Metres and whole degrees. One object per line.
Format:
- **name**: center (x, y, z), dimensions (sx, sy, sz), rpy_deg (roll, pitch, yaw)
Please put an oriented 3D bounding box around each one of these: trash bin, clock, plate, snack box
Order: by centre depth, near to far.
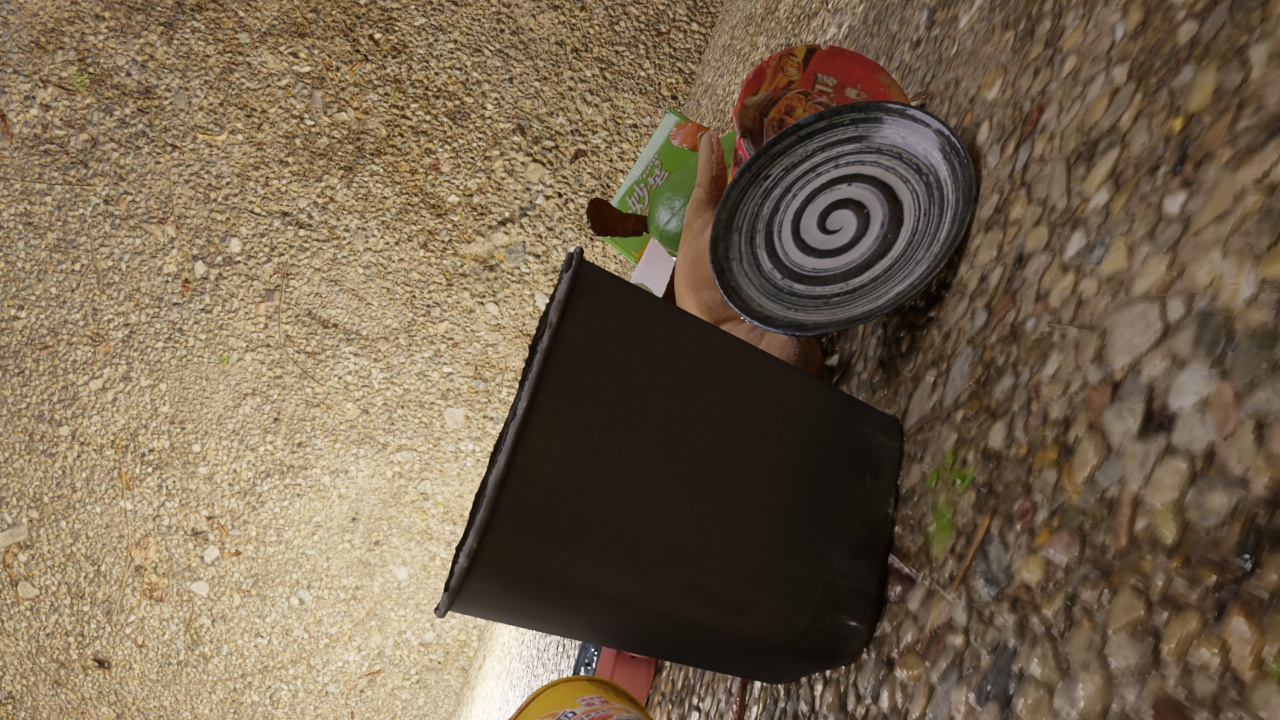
- **trash bin**: center (0.016, 0.079, 0.548), dimensions (0.199, 0.219, 0.198), rpy_deg (123, 165, -60)
- **plate**: center (0.128, -0.092, 0.601), dimensions (0.180, 0.024, 0.179), rpy_deg (-16, 58, 26)
- **clock**: center (-0.021, 0.280, 0.873), dimensions (0.117, 0.060, 0.158), rpy_deg (-158, 87, -83)
- **snack box**: center (0.055, -0.177, 1.047), dimensions (0.158, 0.070, 0.209), rpy_deg (-56, -23, 12)

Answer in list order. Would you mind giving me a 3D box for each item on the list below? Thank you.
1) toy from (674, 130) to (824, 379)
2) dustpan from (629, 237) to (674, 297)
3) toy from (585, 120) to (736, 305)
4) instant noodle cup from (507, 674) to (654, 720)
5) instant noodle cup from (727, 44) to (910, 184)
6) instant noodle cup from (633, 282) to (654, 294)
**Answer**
- **toy**: center (0.068, -0.060, 0.711), dimensions (0.226, 0.082, 0.144), rpy_deg (68, 155, 9)
- **dustpan**: center (0.088, -0.069, 0.987), dimensions (0.272, 0.139, 0.223), rpy_deg (-25, -24, -33)
- **toy**: center (0.086, -0.144, 0.829), dimensions (0.246, 0.227, 0.090), rpy_deg (-34, -25, -7)
- **instant noodle cup**: center (-0.029, 0.300, 0.644), dimensions (0.110, 0.138, 0.137), rpy_deg (-28, 42, 67)
- **instant noodle cup**: center (0.134, -0.159, 0.722), dimensions (0.109, 0.138, 0.137), rpy_deg (106, -178, -71)
- **instant noodle cup**: center (-0.005, 0.005, 0.847), dimensions (0.060, 0.173, 0.138), rpy_deg (-29, 4, -26)
